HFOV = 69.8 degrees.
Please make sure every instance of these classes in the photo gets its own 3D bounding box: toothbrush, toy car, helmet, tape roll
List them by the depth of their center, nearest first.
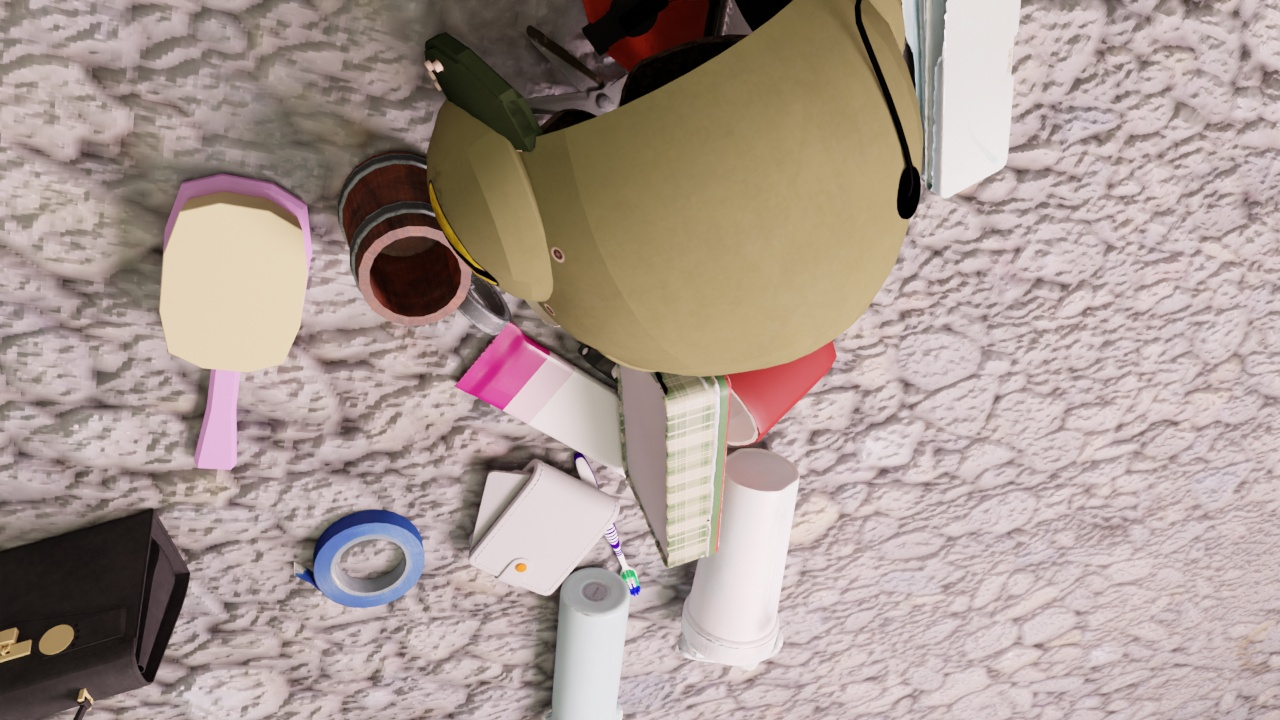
[{"bbox_3d":[0.021,-0.106,0.480,0.250,0.255,0.233,-33,120,-5],"label":"helmet"},{"bbox_3d":[-0.004,0.004,0.738,0.092,0.037,0.040,34,105,-34],"label":"toy car"},{"bbox_3d":[-0.229,0.168,0.774,0.093,0.016,0.091,-40,126,8],"label":"tape roll"},{"bbox_3d":[-0.029,0.153,0.838,0.015,0.016,0.187,-21,126,-4],"label":"toothbrush"}]

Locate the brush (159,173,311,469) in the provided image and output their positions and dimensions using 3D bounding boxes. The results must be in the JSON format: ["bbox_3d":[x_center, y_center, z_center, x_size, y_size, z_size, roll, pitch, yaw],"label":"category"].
[{"bbox_3d":[-0.280,-0.011,0.624,0.089,0.043,0.229,7,118,-24],"label":"brush"}]

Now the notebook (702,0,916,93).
[{"bbox_3d":[0.132,-0.225,0.622,0.208,0.029,0.170,-14,129,-31],"label":"notebook"}]

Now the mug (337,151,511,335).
[{"bbox_3d":[-0.137,-0.069,0.596,0.081,0.111,0.117,-46,125,12],"label":"mug"}]

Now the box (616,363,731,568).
[{"bbox_3d":[0.021,0.055,0.693,0.050,0.117,0.206,-14,134,-13],"label":"box"}]

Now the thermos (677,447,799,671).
[{"bbox_3d":[0.097,0.195,0.864,0.099,0.099,0.221,-3,119,-19],"label":"thermos"}]

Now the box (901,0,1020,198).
[{"bbox_3d":[0.228,-0.210,0.653,0.083,0.067,0.199,-50,143,-25],"label":"box"}]

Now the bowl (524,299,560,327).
[{"bbox_3d":[-0.054,-0.087,0.622,0.062,0.115,0.115,-28,128,-20],"label":"bowl"}]

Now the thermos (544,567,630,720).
[{"bbox_3d":[-0.051,0.298,0.893,0.078,0.065,0.207,-1,121,-12],"label":"thermos"}]

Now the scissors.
[{"bbox_3d":[0.013,-0.169,0.637,0.179,0.015,0.198,-36,114,-8],"label":"scissors"}]

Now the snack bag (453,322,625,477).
[{"bbox_3d":[-0.053,0.039,0.756,0.196,0.016,0.070,32,108,-33],"label":"snack bag"}]

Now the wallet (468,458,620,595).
[{"bbox_3d":[-0.098,0.140,0.787,0.115,0.037,0.119,30,112,-25],"label":"wallet"}]

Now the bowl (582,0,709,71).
[{"bbox_3d":[0.017,-0.245,0.587,0.122,0.035,0.122,-9,124,-14],"label":"bowl"}]

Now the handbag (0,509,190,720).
[{"bbox_3d":[-0.419,0.215,0.623,0.175,0.195,0.072,-16,125,-11],"label":"handbag"}]

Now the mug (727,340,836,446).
[{"bbox_3d":[0.083,0.009,0.738,0.096,0.117,0.080,-41,100,-24],"label":"mug"}]
